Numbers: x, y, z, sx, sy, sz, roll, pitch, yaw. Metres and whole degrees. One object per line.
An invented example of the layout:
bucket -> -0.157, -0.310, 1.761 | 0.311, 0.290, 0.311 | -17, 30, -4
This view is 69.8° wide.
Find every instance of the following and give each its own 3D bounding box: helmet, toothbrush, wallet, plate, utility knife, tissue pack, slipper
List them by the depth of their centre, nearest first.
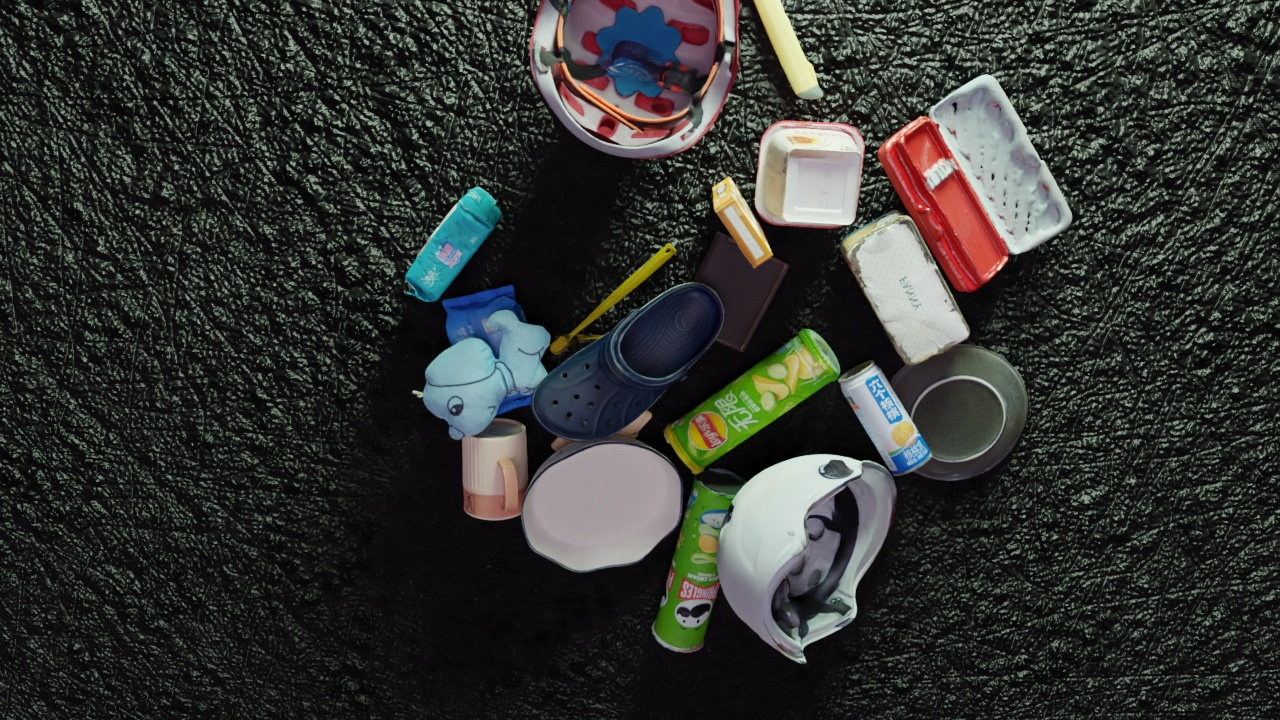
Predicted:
helmet -> -0.002, -0.327, 0.954 | 0.207, 0.144, 0.240 | 21, 94, -4
utility knife -> 0.154, -0.359, 0.997 | 0.031, 0.018, 0.167 | -25, 107, 7
slipper -> -0.006, 0.006, 1.040 | 0.252, 0.095, 0.105 | -37, 92, -4
tissue pack -> -0.216, -0.132, 1.053 | 0.050, 0.093, 0.134 | 37, 106, -13
toothbrush -> -0.033, -0.072, 1.079 | 0.190, 0.016, 0.015 | -41, 87, 0
wallet -> 0.108, -0.080, 1.092 | 0.096, 0.020, 0.122 | 23, 107, -9
helmet -> 0.184, 0.213, 1.098 | 0.146, 0.257, 0.229 | 19, 132, 36
tissue pack -> -0.174, -0.012, 1.112 | 0.095, 0.052, 0.157 | -16, 107, 6
plate -> 0.386, 0.069, 1.123 | 0.179, 0.024, 0.179 | 1, 109, 3
wallet -> -0.046, 0.087, 1.133 | 0.087, 0.024, 0.115 | 23, 126, -20
plate -> -0.048, 0.174, 1.142 | 0.204, 0.045, 0.205 | -7, 123, -11

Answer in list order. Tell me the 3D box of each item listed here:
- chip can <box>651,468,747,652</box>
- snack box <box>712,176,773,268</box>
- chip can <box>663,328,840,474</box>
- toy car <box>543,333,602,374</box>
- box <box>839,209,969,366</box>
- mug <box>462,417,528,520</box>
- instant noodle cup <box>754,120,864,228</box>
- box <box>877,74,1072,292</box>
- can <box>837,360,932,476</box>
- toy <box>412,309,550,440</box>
chip can -> 0.075, 0.256, 1.179 | 0.072, 0.072, 0.236 | 13, 108, -1
snack box -> 0.108, -0.152, 0.996 | 0.026, 0.153, 0.075 | -33, 104, 13
chip can -> 0.135, 0.048, 1.105 | 0.221, 0.072, 0.072 | -37, 103, 14
toy car -> -0.041, 0.002, 1.114 | 0.156, 0.041, 0.071 | -1, 108, 6
box -> 0.308, -0.078, 1.061 | 0.090, 0.062, 0.184 | -27, 107, 12
mug -> -0.175, 0.138, 1.132 | 0.081, 0.114, 0.106 | -6, 107, -22
instant noodle cup -> 0.187, -0.195, 0.993 | 0.116, 0.124, 0.117 | 4, 109, 2
box -> 0.372, -0.194, 1.025 | 0.161, 0.059, 0.201 | -35, 103, 1
can -> 0.293, 0.069, 1.102 | 0.053, 0.053, 0.134 | -31, 93, 12
toy -> -0.185, 0.019, 1.068 | 0.156, 0.049, 0.161 | 2, 106, -4
